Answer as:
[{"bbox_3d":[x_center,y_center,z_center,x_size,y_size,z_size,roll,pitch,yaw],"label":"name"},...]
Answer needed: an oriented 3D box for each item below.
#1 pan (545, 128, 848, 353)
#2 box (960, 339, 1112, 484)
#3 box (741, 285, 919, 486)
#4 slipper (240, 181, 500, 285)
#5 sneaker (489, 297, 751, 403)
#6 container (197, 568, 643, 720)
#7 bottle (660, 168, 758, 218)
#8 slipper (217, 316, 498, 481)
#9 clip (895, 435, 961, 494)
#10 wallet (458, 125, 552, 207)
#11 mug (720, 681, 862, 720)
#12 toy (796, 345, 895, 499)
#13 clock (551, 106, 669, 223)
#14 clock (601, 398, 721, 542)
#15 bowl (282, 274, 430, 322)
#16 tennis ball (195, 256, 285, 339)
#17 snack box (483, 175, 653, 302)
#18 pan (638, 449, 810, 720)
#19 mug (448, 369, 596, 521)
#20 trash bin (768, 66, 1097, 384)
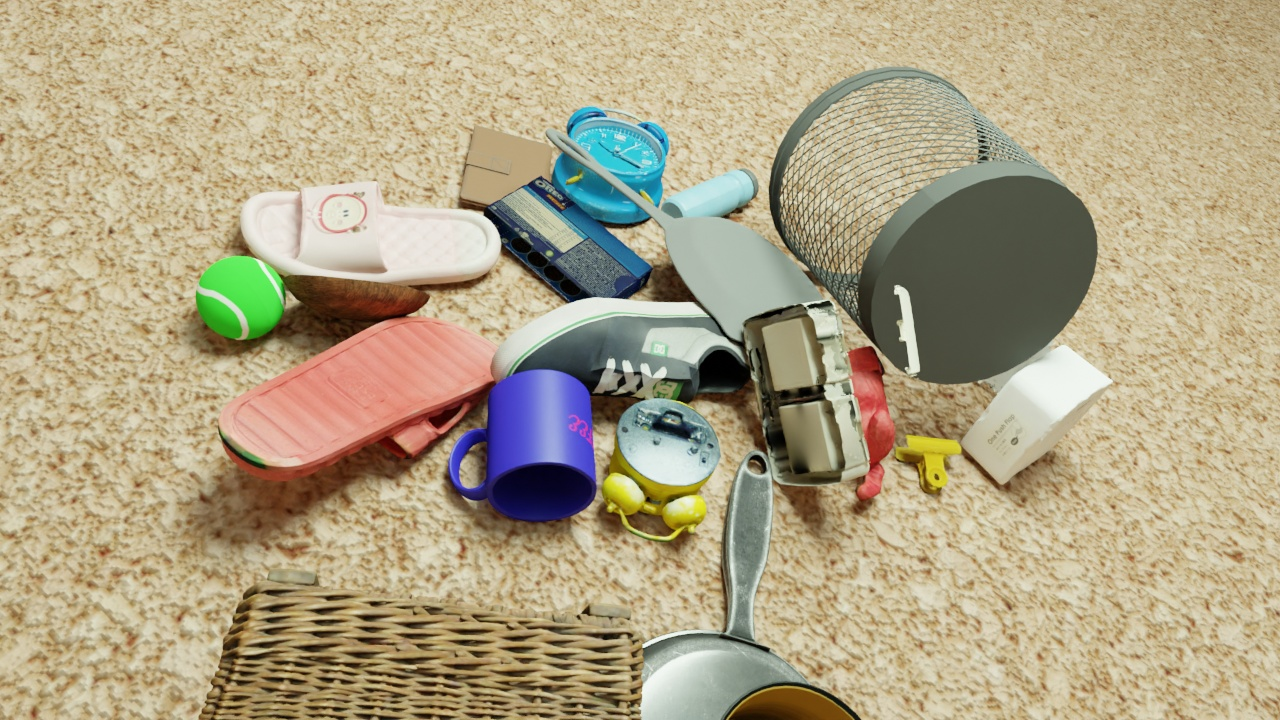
[{"bbox_3d":[0.060,-0.112,0.854,0.354,0.024,0.215,37,31,-3],"label":"pan"},{"bbox_3d":[0.334,0.017,0.837,0.120,0.109,0.136,-24,62,-34],"label":"box"},{"bbox_3d":[0.167,0.020,0.705,0.070,0.187,0.143,-12,90,-27],"label":"box"},{"bbox_3d":[-0.233,-0.111,0.807,0.221,0.056,0.106,3,51,-16],"label":"slipper"},{"bbox_3d":[-0.005,0.004,0.747,0.234,0.084,0.079,-7,48,-35],"label":"sneaker"},{"bbox_3d":[-0.111,0.216,0.463,0.250,0.163,0.182,9,59,-11],"label":"container"},{"bbox_3d":[0.078,-0.171,0.968,0.129,0.040,0.040,-29,63,-35],"label":"bottle"},{"bbox_3d":[-0.200,0.033,0.687,0.103,0.059,0.248,37,35,18],"label":"slipper"},{"bbox_3d":[0.254,0.092,0.808,0.054,0.044,0.049,7,90,-13],"label":"clip"},{"bbox_3d":[-0.136,-0.192,0.937,0.087,0.013,0.120,12,47,-13],"label":"wallet"},{"bbox_3d":[0.061,0.244,0.504,0.123,0.094,0.100,-10,59,-23],"label":"mug"},{"bbox_3d":[0.172,0.059,0.793,0.094,0.088,0.132,-12,69,15],"label":"toy"},{"bbox_3d":[-0.029,-0.211,0.956,0.116,0.060,0.161,11,46,-8],"label":"clock"},{"bbox_3d":[0.015,0.085,0.709,0.083,0.057,0.118,16,47,-4],"label":"clock"},{"bbox_3d":[-0.229,-0.046,0.739,0.114,0.102,0.026,6,86,-6],"label":"bowl"},{"bbox_3d":[-0.312,-0.049,0.719,0.065,0.066,0.065,9,48,-10],"label":"tennis ball"},{"bbox_3d":[-0.069,-0.108,0.868,0.150,0.027,0.082,42,49,12],"label":"snack box"},{"bbox_3d":[0.067,0.199,0.639,0.187,0.055,0.355,17,51,-3],"label":"pan"},{"bbox_3d":[-0.090,0.068,0.687,0.111,0.079,0.083,-13,50,8],"label":"mug"},{"bbox_3d":[0.252,-0.119,0.816,0.217,0.218,0.227,4,32,-14],"label":"trash bin"}]
